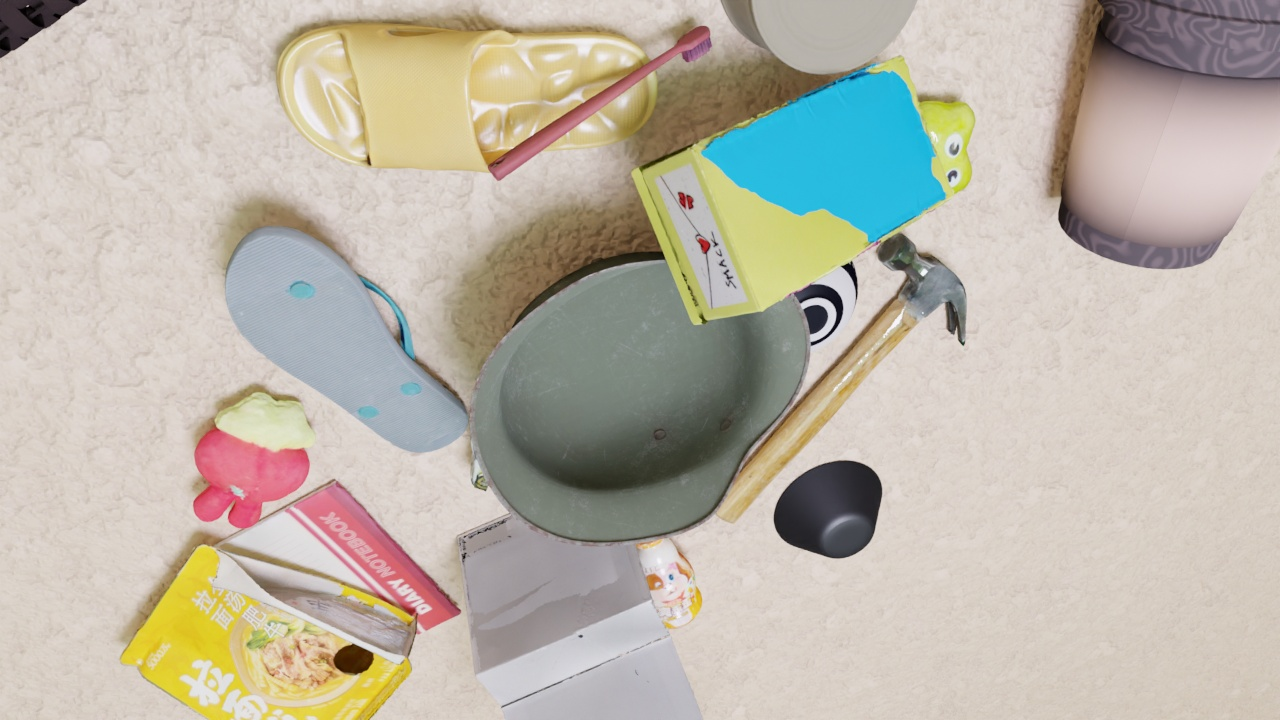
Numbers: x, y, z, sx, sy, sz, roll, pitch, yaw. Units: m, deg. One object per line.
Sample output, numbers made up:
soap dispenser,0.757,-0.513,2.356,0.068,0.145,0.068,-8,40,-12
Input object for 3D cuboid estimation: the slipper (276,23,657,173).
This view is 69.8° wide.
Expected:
slipper,-0.112,-0.178,0.638,0.263,0.078,0.100,-7,124,-14

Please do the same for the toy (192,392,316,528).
toy,-0.326,0.087,0.771,0.091,0.045,0.135,18,111,-28

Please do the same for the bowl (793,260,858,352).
bowl,0.136,-0.051,0.794,0.120,0.066,0.120,-7,124,-11

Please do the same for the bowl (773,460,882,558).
bowl,0.208,0.171,0.967,0.124,0.052,0.124,-7,124,-11

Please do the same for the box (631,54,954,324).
box,0.116,-0.125,0.655,0.220,0.079,0.124,-32,103,-31

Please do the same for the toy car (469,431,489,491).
toy car,-0.134,0.065,0.808,0.033,0.048,0.106,12,118,-17

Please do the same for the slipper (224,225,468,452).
slipper,-0.234,-0.012,0.737,0.098,0.054,0.269,-25,136,5

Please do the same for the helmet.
helmet,-0.004,0.004,0.737,0.268,0.153,0.227,-21,116,-3

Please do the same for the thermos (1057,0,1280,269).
thermos,0.428,-0.201,0.723,0.172,0.172,0.227,-9,130,-10

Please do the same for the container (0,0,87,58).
container,-0.356,-0.266,0.416,0.243,0.247,0.246,-30,125,1

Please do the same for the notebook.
notebook,-0.294,0.217,0.885,0.153,0.012,0.209,-28,124,6

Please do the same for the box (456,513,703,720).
box,-0.036,0.299,0.778,0.166,0.418,0.108,-23,143,1

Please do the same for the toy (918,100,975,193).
toy,0.219,-0.164,0.758,0.118,0.043,0.092,-14,126,-4

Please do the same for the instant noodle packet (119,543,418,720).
instant noodle packet,-0.347,0.273,0.860,0.221,0.084,0.163,32,109,-23

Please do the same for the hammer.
hammer,0.183,0.038,0.889,0.132,0.033,0.331,27,113,-30

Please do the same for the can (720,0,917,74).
can,0.125,-0.272,0.643,0.127,0.073,0.128,-7,124,-11

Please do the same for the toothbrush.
toothbrush,-0.025,-0.179,0.641,0.189,0.016,0.016,-37,138,-12

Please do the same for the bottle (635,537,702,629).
bottle,0.023,0.222,0.945,0.063,0.063,0.109,-20,111,-2
